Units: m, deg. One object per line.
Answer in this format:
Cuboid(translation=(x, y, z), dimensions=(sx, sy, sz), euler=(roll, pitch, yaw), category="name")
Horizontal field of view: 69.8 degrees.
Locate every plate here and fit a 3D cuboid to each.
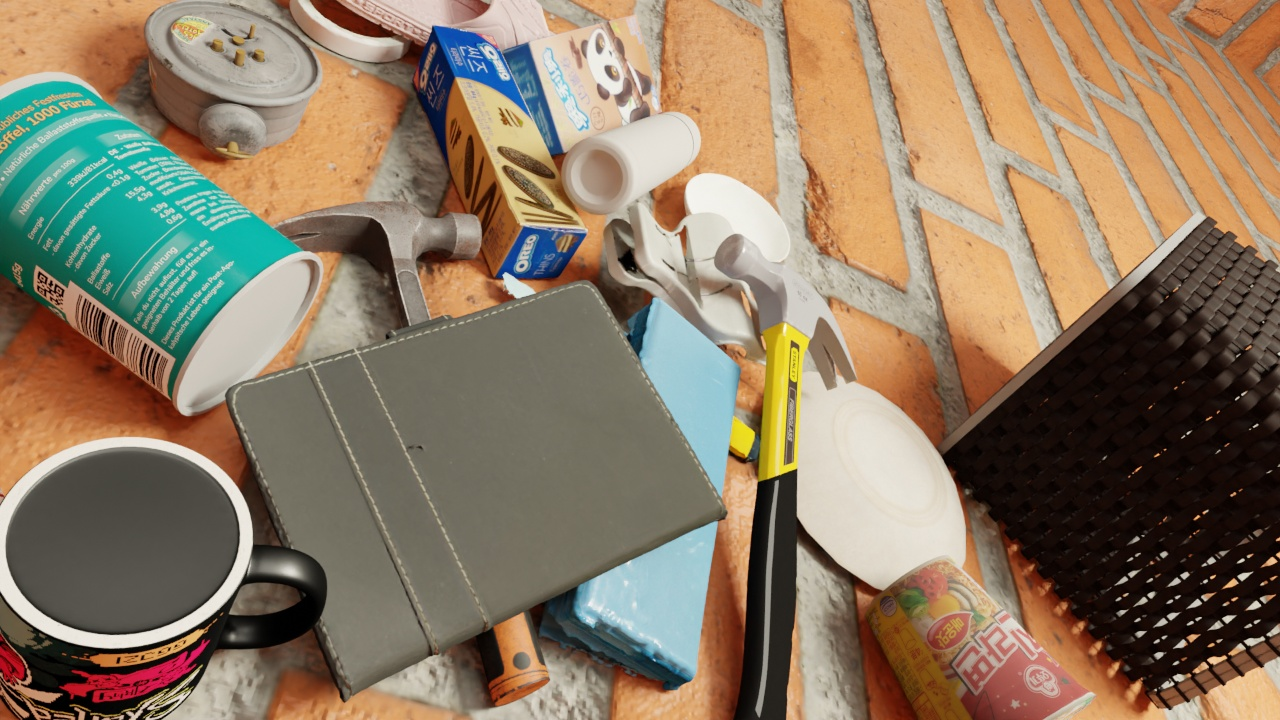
Cuboid(translation=(0.174, 0.080, 0.672), dimensions=(0.188, 0.027, 0.188), euler=(21, 44, -22), category="plate")
Cuboid(translation=(0.078, -0.114, 0.785), dimensions=(0.104, 0.026, 0.104), euler=(19, 44, -20), category="plate")

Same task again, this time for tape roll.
Cuboid(translation=(-0.224, -0.271, 0.720), dimensions=(0.093, 0.018, 0.093), euler=(19, 46, -20), category="tape roll")

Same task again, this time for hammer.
Cuboid(translation=(0.085, 0.077, 0.572), dimensions=(0.127, 0.029, 0.322), euler=(30, 53, -31), category="hammer")
Cuboid(translation=(-0.121, 0.034, 0.510), dimensions=(0.137, 0.035, 0.314), euler=(-1, 55, -34), category="hammer")

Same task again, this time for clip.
Cuboid(translation=(0.029, -0.050, 0.673), dimensions=(0.152, 0.099, 0.126), euler=(14, 46, -27), category="clip")

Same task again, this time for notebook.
Cuboid(translation=(-0.081, 0.048, 0.470), dimensions=(0.208, 0.030, 0.169), euler=(-19, 66, -28), category="notebook")

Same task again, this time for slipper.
Cuboid(translation=(-0.136, -0.285, 0.742), dimensions=(0.239, 0.065, 0.094), euler=(12, 48, -39), category="slipper")

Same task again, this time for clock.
Cuboid(translation=(-0.258, -0.174, 0.582), dimensions=(0.103, 0.056, 0.147), euler=(6, 49, -31), category="clock")

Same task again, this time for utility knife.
Cuboid(translation=(-0.004, 0.004, 0.630), dimensions=(0.217, 0.019, 0.030), euler=(37, 36, -9), category="utility knife")

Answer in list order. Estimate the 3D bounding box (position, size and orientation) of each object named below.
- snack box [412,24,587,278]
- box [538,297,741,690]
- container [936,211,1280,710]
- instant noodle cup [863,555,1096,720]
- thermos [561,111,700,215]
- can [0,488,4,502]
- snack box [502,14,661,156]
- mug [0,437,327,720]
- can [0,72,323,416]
Cuboid(translation=(-0.108, -0.154, 0.668), dimensions=(0.057, 0.056, 0.206), euler=(-5, 57, -37), category="snack box")
Cuboid(translation=(0.005, 0.073, 0.555), dimensions=(0.093, 0.054, 0.230), euler=(38, 43, -27), category="box")
Cuboid(translation=(0.424, 0.062, 0.711), dimensions=(0.243, 0.246, 0.246), euler=(48, 42, 16), category="container")
Cuboid(translation=(0.197, 0.184, 0.559), dimensions=(0.100, 0.101, 0.112), euler=(-5, 50, -38), category="instant noodle cup")
Cuboid(translation=(0.001, -0.159, 0.713), dimensions=(0.052, 0.052, 0.223), euler=(39, 25, 0), category="thermos")
Cuboid(translation=(-0.302, 0.066, 0.315), dimensions=(0.086, 0.087, 0.116), euler=(38, 42, 0), category="can")
Cuboid(translation=(-0.043, -0.231, 0.765), dimensions=(0.150, 0.034, 0.087), euler=(-38, 117, -48), category="snack box")
Cuboid(translation=(-0.186, 0.093, 0.362), dimensions=(0.118, 0.098, 0.081), euler=(11, 48, -27), category="mug")
Cuboid(translation=(-0.248, -0.056, 0.451), dimensions=(0.144, 0.099, 0.099), euler=(37, 42, -1), category="can")
